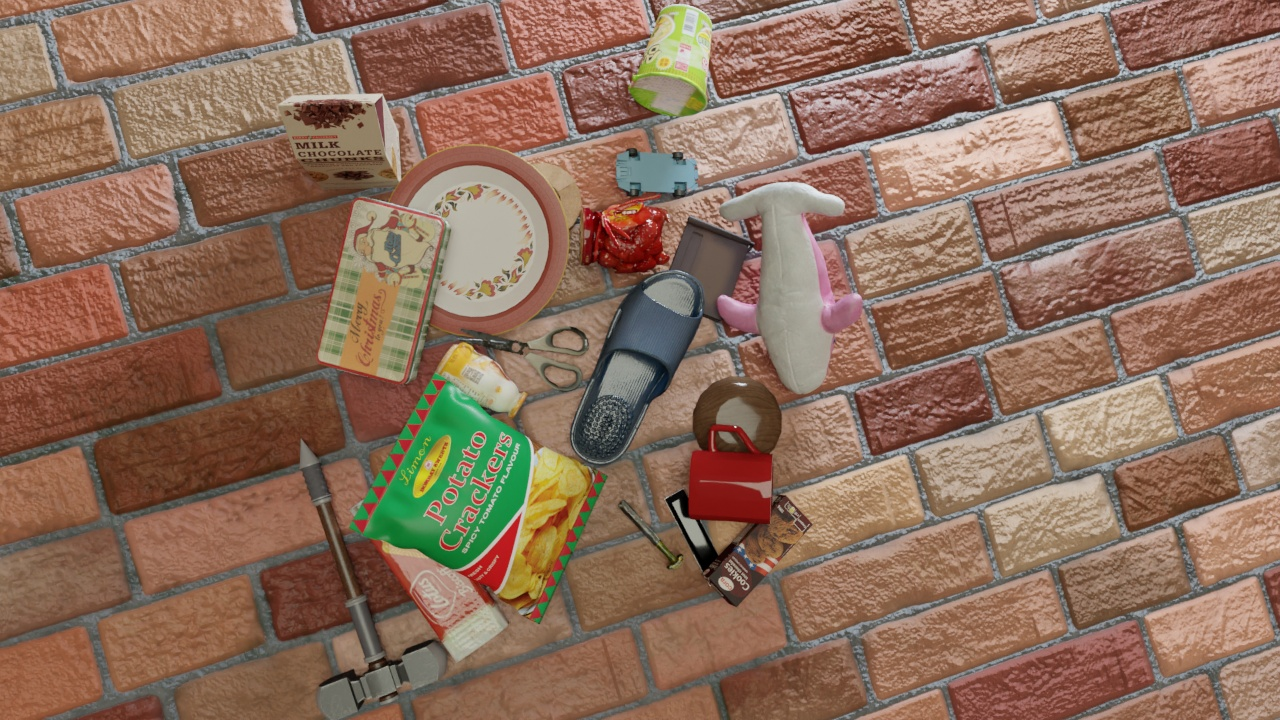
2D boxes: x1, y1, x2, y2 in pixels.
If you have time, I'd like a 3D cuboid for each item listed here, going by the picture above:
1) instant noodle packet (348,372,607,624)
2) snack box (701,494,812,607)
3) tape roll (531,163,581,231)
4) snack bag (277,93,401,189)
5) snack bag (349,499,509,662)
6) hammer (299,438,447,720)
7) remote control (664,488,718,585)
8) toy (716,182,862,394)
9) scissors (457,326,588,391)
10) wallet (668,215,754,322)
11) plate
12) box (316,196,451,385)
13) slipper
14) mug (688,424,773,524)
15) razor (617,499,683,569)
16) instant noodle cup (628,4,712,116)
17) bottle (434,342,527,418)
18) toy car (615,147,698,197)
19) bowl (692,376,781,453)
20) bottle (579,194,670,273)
[{"bbox_3d":[-0.177,0.162,1.064,0.252,0.090,0.195,34,68,-22],"label":"instant noodle packet"},{"bbox_3d":[0.145,0.235,1.140,0.140,0.032,0.051,-44,95,-13],"label":"snack box"},{"bbox_3d":[-0.121,-0.195,1.139,0.094,0.027,0.094,0,87,-7],"label":"tape roll"},{"bbox_3d":[-0.330,-0.252,1.025,0.094,0.206,0.070,-3,87,-8],"label":"snack bag"},{"bbox_3d":[-0.248,0.245,1.085,0.077,0.041,0.225,-34,91,-7],"label":"snack bag"},{"bbox_3d":[-0.348,0.247,1.084,0.156,0.043,0.322,-19,87,-8],"label":"hammer"},{"bbox_3d":[0.071,0.222,1.150,0.028,0.012,0.124,-28,91,-8],"label":"remote control"},{"bbox_3d":[0.191,-0.093,1.127,0.187,0.127,0.266,1,114,29],"label":"toy"},{"bbox_3d":[-0.136,-0.023,1.114,0.169,0.013,0.132,45,72,-18],"label":"scissors"},{"bbox_3d":[0.085,-0.116,1.168,0.091,0.018,0.115,21,83,-5],"label":"wallet"},{"bbox_3d":[-0.200,-0.144,1.112,0.230,0.021,0.230,0,96,4],"label":"plate"},{"bbox_3d":[-0.301,-0.081,1.082,0.117,0.050,0.205,16,93,2],"label":"box"},{"bbox_3d":[-0.007,0.006,1.110,0.101,0.082,0.263,28,89,-4],"label":"slipper"},{"bbox_3d":[0.112,0.137,1.110,0.097,0.080,0.116,2,87,9],"label":"mug"},{"bbox_3d":[0.011,0.214,1.135,0.026,0.042,0.106,-43,83,-5],"label":"razor"},{"bbox_3d":[0.046,-0.375,1.142,0.099,0.099,0.107,15,77,-6],"label":"instant noodle cup"},{"bbox_3d":[-0.190,0.027,1.101,0.108,0.063,0.063,33,83,-6],"label":"bottle"},{"bbox_3d":[0.018,-0.234,1.160,0.107,0.027,0.060,-1,87,-17],"label":"toy car"},{"bbox_3d":[0.125,0.077,1.155,0.118,0.030,0.118,0,87,-7],"label":"bowl"},{"bbox_3d":[-0.018,-0.153,1.113,0.111,0.099,0.099,2,87,-7],"label":"bottle"}]
